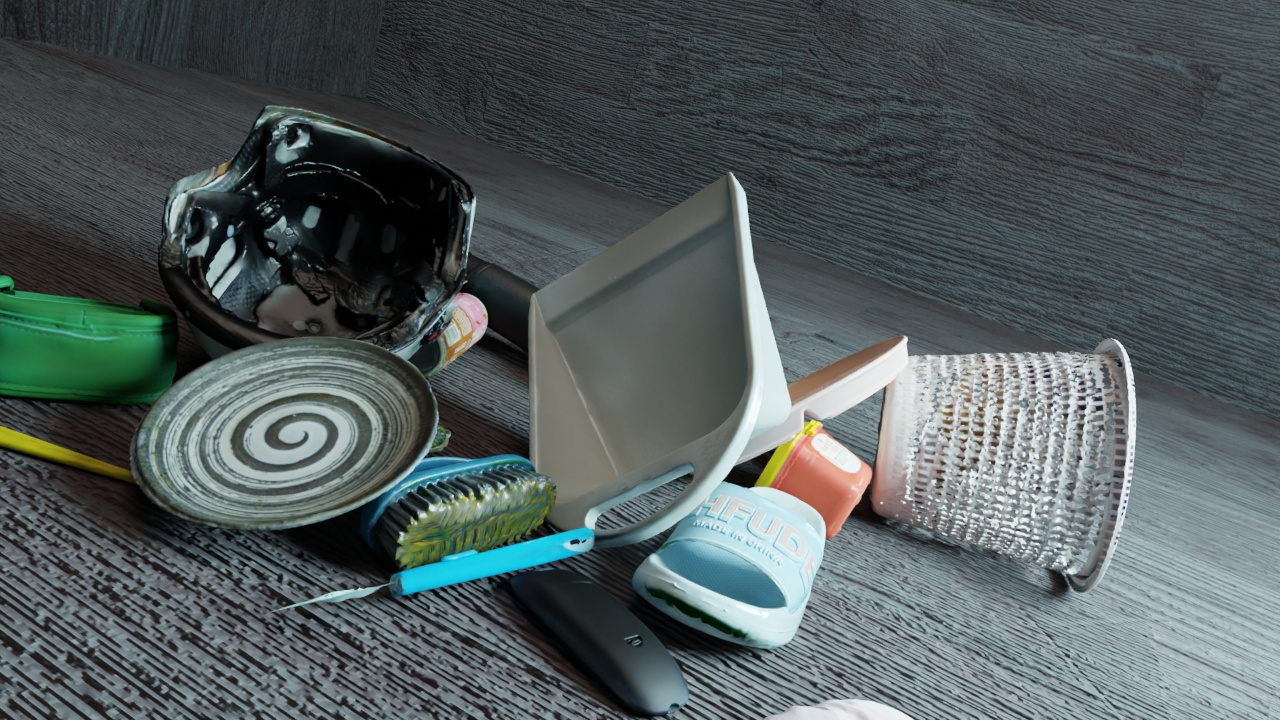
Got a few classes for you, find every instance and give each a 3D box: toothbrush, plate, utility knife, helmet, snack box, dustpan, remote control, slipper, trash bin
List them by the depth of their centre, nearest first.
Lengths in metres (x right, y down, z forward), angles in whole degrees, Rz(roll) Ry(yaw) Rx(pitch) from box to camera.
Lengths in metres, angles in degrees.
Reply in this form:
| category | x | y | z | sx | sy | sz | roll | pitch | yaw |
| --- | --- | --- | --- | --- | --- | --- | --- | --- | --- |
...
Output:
| category | x | y | z | sx | sy | sz | roll | pitch | yaw |
| --- | --- | --- | --- | --- | --- | --- | --- | --- | --- |
| remote control | -0.025 | 0.154 | 0.533 | 0.053 | 0.024 | 0.136 | 1 | 22 | -47 |
| utility knife | -0.114 | 0.124 | 0.539 | 0.034 | 0.018 | 0.215 | -21 | -12 | 42 |
| toothbrush | -0.359 | 0.050 | 0.553 | 0.190 | 0.017 | 0.015 | 17 | 19 | 0 |
| plate | -0.217 | 0.045 | 0.571 | 0.179 | 0.024 | 0.179 | 4 | 36 | -3 |
| slipper | 0.082 | 0.127 | 0.647 | 0.104 | 0.074 | 0.244 | 24 | 16 | 19 |
| dustpan | -0.004 | 0.004 | 0.683 | 0.142 | 0.223 | 0.257 | 9 | 56 | -59 |
| helmet | -0.266 | -0.069 | 0.767 | 0.230 | 0.157 | 0.273 | 19 | 52 | -10 |
| snack box | 0.152 | 0.103 | 0.796 | 0.080 | 0.082 | 0.091 | 32 | 21 | 15 |
| plate | 0.134 | 0.043 | 0.809 | 0.028 | 0.230 | 0.229 | 62 | 23 | 1 |
| trash bin | 0.317 | 0.081 | 0.839 | 0.192 | 0.228 | 0.227 | 8 | 14 | 14 |

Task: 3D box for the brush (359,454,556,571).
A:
| category | x | y | z | sx | sy | sz | roll | pitch | yaw |
| --- | --- | --- | --- | --- | --- | --- | --- | --- | --- |
| brush | -0.122 | 0.090 | 0.594 | 0.073 | 0.055 | 0.143 | 29 | 20 | 31 |

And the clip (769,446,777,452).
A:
| category | x | y | z | sx | sy | sz | roll | pitch | yaw |
| --- | --- | --- | --- | --- | --- | --- | --- | --- | --- |
| clip | 0.127 | 0.082 | 0.958 | 0.055 | 0.013 | 0.038 | 21 | 16 | 14 |

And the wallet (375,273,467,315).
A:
| category | x | y | z | sx | sy | sz | roll | pitch | yaw |
| --- | --- | --- | --- | --- | --- | --- | --- | --- | --- |
| wallet | -0.231 | -0.060 | 0.926 | 0.096 | 0.020 | 0.122 | -20 | 12 | 8 |

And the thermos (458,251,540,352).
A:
| category | x | y | z | sx | sy | sz | roll | pitch | yaw |
| --- | --- | --- | --- | --- | --- | --- | --- | --- | --- |
| thermos | -0.116 | -0.038 | 0.998 | 0.242 | 0.090 | 0.068 | 30 | 54 | 24 |

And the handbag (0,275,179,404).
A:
| category | x | y | z | sx | sy | sz | roll | pitch | yaw |
| --- | --- | --- | --- | --- | --- | --- | --- | --- | --- |
| handbag | -0.404 | -0.021 | 0.654 | 0.131 | 0.068 | 0.120 | 6 | 18 | -35 |

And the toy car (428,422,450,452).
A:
| category | x | y | z | sx | sy | sz | roll | pitch | yaw |
| --- | --- | --- | --- | --- | --- | --- | --- | --- | --- |
| toy car | -0.185 | 0.056 | 0.681 | 0.090 | 0.035 | 0.042 | 1 | 24 | -46 |

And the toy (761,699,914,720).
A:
| category | x | y | z | sx | sy | sz | roll | pitch | yaw |
| --- | --- | --- | --- | --- | --- | --- | --- | --- | --- |
| toy | 0.118 | 0.216 | 0.416 | 0.121 | 0.054 | 0.159 | -1 | 22 | -28 |

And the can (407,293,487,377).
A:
| category | x | y | z | sx | sy | sz | roll | pitch | yaw |
| --- | --- | --- | --- | --- | --- | --- | --- | --- | --- |
| can | -0.197 | -0.028 | 0.910 | 0.058 | 0.058 | 0.147 | 18 | 16 | 2 |
